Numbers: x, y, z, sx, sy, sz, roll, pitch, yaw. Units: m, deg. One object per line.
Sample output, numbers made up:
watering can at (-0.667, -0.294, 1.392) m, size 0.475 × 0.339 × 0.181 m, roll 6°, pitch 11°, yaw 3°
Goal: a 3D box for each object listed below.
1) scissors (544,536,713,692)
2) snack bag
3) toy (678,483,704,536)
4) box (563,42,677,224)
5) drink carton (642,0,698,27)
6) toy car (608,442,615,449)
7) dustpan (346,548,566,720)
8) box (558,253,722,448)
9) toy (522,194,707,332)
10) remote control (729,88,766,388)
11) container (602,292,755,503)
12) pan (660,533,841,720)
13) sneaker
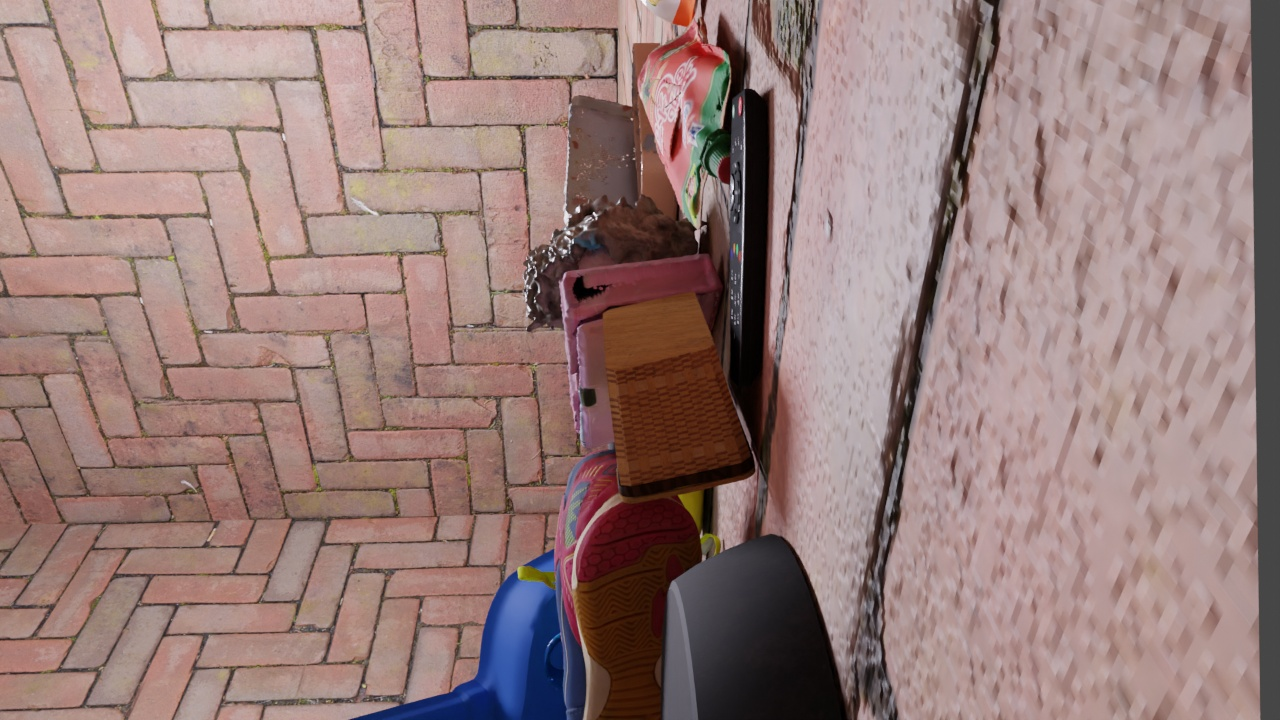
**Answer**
scissors at (-0.007, 0.147, 0.542) m, size 0.015 × 0.103 × 0.133 m, roll -178°, pitch 102°, yaw -70°
snack bag at (0.032, -0.126, 0.483) m, size 0.155 × 0.044 × 0.087 m, roll -105°, pitch 25°, yaw -56°
toy at (0.022, 0.083, 0.612) m, size 0.095 × 0.041 × 0.094 m, roll -100°, pitch 6°, yaw -57°
box at (-0.007, -0.208, 0.836) m, size 0.108 × 0.095 × 0.215 m, roll -56°, pitch 25°, yaw 39°
drink carton at (0.021, -0.257, 0.544) m, size 0.069 × 0.039 × 0.122 m, roll 64°, pitch 172°, yaw 10°
toy car at (-0.001, 0.099, 0.823) m, size 0.189 × 0.056 × 0.081 m, roll -104°, pitch -5°, yaw -69°
dustpan at (-0.075, 0.239, 0.626) m, size 0.060 × 0.257 × 0.245 m, roll 0°, pitch 90°, yaw 49°
box at (-0.002, 0.004, 0.608) m, size 0.233 × 0.098 × 0.046 m, roll 100°, pitch 163°, yaw -68°
toy at (-0.012, -0.062, 0.627) m, size 0.176 × 0.133 × 0.076 m, roll 35°, pitch -142°, yaw -74°
remote control at (0.046, -0.051, 0.397) m, size 0.039 × 0.010 × 0.125 m, roll -106°, pitch 16°, yaw -80°
container at (0.013, 0.012, 0.442) m, size 0.113 × 0.063 × 0.061 m, roll -98°, pitch -5°, yaw -70°
pan at (0.034, 0.242, 0.374) m, size 0.248 × 0.043 × 0.356 m, roll -97°, pitch 7°, yaw -67°
sneaker at (0.002, 0.159, 0.504) m, size 0.091 × 0.116 × 0.242 m, roll -135°, pitch 36°, yaw -60°
